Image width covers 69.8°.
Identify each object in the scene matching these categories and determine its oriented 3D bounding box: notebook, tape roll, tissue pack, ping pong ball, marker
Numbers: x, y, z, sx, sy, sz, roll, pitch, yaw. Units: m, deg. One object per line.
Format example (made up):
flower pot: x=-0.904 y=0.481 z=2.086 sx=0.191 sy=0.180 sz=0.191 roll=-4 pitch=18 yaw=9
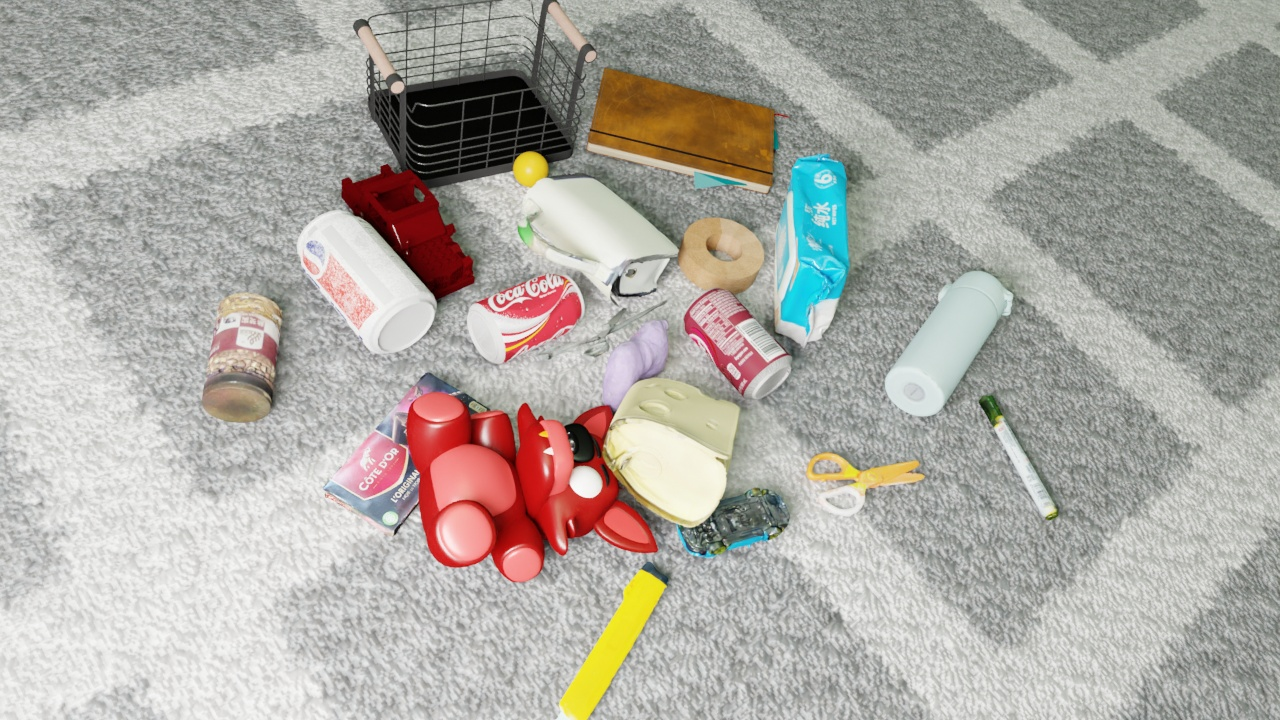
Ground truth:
notebook: x=0.063 y=-0.288 z=1.165 sx=0.249 sy=0.014 sz=0.178 roll=12 pitch=51 yaw=-5
tape roll: x=0.091 y=-0.118 z=1.036 sx=0.094 sy=0.027 sz=0.093 roll=7 pitch=52 yaw=-9
tissue pack: x=0.186 y=-0.120 z=1.007 sx=0.066 sy=0.117 sz=0.208 roll=8 pitch=52 yaw=-2
ping pong ball: x=-0.125 y=-0.218 z=1.047 sx=0.040 sy=0.040 sz=0.040 roll=7 pitch=52 yaw=-10
marker: x=0.393 y=0.099 z=0.957 sx=0.017 sy=0.017 sz=0.146 roll=-5 pitch=55 yaw=-19

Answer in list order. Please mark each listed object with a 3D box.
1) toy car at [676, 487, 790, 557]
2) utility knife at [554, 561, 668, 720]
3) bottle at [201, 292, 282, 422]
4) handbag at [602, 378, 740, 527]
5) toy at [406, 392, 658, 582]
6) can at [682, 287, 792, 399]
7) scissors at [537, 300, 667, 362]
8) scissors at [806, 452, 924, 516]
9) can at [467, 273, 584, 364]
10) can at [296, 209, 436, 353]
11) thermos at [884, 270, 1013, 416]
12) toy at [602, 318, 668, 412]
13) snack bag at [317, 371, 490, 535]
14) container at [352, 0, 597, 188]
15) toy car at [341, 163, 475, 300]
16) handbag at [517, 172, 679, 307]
toy car: x=0.084 y=0.149 z=0.828 sx=0.105 sy=0.032 sz=0.048 roll=-13 pitch=57 yaw=-21
utility knife: x=-0.028 y=0.237 z=0.743 sx=0.030 sy=0.017 sz=0.174 roll=28 pitch=51 yaw=13
bottle: x=-0.352 y=-0.003 z=0.814 sx=0.056 sy=0.056 sz=0.105 roll=1 pitch=53 yaw=-14
handbag: x=0.027 y=0.073 z=0.810 sx=0.111 sy=0.081 sz=0.119 roll=29 pitch=22 yaw=-1
toy: x=-0.092 y=0.101 z=0.772 sx=0.197 sy=0.121 sz=0.158 roll=-2 pitch=51 yaw=-27
can: x=0.098 y=-0.018 z=0.939 sx=0.063 sy=0.063 sz=0.114 roll=-26 pitch=64 yaw=-30
scissors: x=-0.034 y=-0.025 z=0.891 sx=0.141 sy=0.014 sz=0.171 roll=-22 pitch=14 yaw=0
scissors: x=0.228 y=0.122 z=0.900 sx=0.131 sy=0.013 sz=0.073 roll=0 pitch=55 yaw=-14
can: x=-0.112 y=-0.043 z=0.902 sx=0.104 sy=0.064 sz=0.064 roll=-27 pitch=64 yaw=-30
can: x=-0.263 y=-0.076 z=0.879 sx=0.078 sy=0.078 sz=0.136 roll=-31 pitch=67 yaw=-32
thermos: x=0.340 y=-0.025 z=1.007 sx=0.078 sy=0.065 sz=0.206 roll=17 pitch=46 yaw=33
toy: x=-0.005 y=0.005 z=0.893 sx=0.036 sy=0.080 sz=0.099 roll=24 pitch=32 yaw=22
snack bag: x=-0.204 y=0.080 z=0.816 sx=0.074 sy=0.018 sz=0.154 roll=29 pitch=54 yaw=7
container: x=-0.188 y=-0.315 z=1.045 sx=0.240 sy=0.131 sz=0.162 roll=-19 pitch=60 yaw=-26
toy car: x=-0.240 y=-0.141 z=0.944 sx=0.070 sy=0.062 sz=0.170 roll=-29 pitch=65 yaw=-31
handbag: x=-0.066 y=-0.121 z=0.948 sx=0.151 sy=0.074 sz=0.175 roll=42 pitch=29 yaw=18
